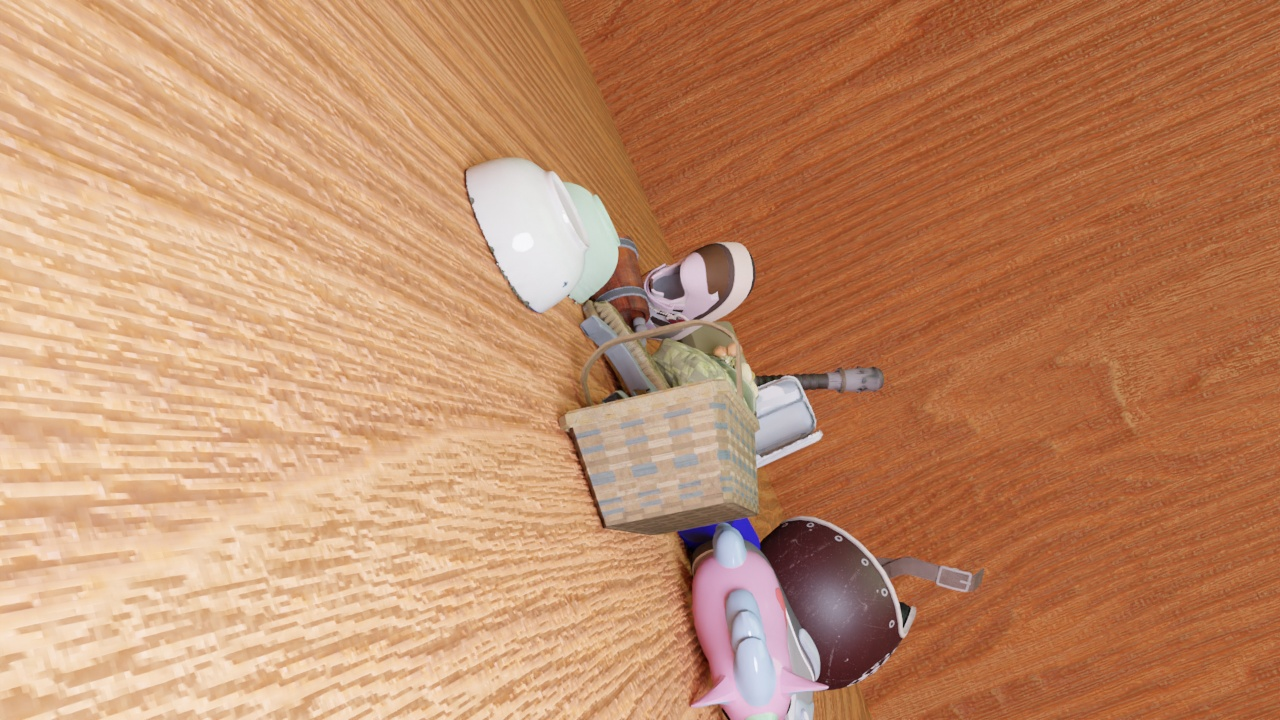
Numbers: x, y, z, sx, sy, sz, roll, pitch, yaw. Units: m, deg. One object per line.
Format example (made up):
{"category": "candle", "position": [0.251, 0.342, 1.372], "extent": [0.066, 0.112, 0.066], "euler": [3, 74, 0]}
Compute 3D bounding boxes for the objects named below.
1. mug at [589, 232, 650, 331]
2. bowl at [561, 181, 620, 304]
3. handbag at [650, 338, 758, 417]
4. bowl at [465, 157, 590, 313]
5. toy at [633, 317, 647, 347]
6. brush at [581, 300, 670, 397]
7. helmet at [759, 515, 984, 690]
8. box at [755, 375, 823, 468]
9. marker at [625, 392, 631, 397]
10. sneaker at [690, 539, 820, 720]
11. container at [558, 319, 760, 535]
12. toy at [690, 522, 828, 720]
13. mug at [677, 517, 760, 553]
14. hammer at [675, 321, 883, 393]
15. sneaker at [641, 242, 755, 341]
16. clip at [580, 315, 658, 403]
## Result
{"category": "mug", "position": [-0.028, -0.092, 1.209], "extent": [0.117, 0.081, 0.111], "euler": [51, 21, -63]}
{"category": "bowl", "position": [-0.073, -0.150, 1.090], "extent": [0.151, 0.077, 0.150], "euler": [63, 8, -16]}
{"category": "handbag", "position": [0.095, 0.026, 1.225], "extent": [0.113, 0.116, 0.186], "euler": [30, -13, 38]}
{"category": "bowl", "position": [-0.098, -0.128, 0.871], "extent": [0.153, 0.073, 0.153], "euler": [62, 8, -17]}
{"category": "toy", "position": [-0.005, -0.003, 1.185], "extent": [0.049, 0.030, 0.112], "euler": [-104, -164, -52]}
{"category": "brush", "position": [-0.007, 0.006, 1.121], "extent": [0.195, 0.043, 0.059], "euler": [56, 7, -2]}
{"category": "helmet", "position": [0.257, 0.317, 1.221], "extent": [0.233, 0.234, 0.252], "euler": [42, 29, 28]}
{"category": "box", "position": [0.145, 0.102, 1.300], "extent": [0.105, 0.211, 0.129], "euler": [64, 7, 2]}
{"category": "marker", "position": [-0.019, 0.045, 1.091], "extent": [0.142, 0.013, 0.013], "euler": [-17, 83, -82]}
{"category": "sneaker", "position": [0.129, 0.329, 1.017], "extent": [0.257, 0.093, 0.160], "euler": [61, 18, -26]}
{"category": "container", "position": [0.028, 0.059, 0.868], "extent": [0.250, 0.158, 0.186], "euler": [41, 37, -71]}
{"category": "toy", "position": [0.098, 0.255, 0.887], "extent": [0.171, 0.120, 0.222], "euler": [81, 1, -68]}
{"category": "mug", "position": [0.099, 0.198, 1.120], "extent": [0.083, 0.079, 0.111], "euler": [59, 39, -39]}
{"category": "hammer", "position": [0.216, 0.035, 1.412], "extent": [0.100, 0.324, 0.191], "euler": [-104, -164, -50]}
{"category": "sneaker", "position": [0.029, -0.089, 1.283], "extent": [0.295, 0.116, 0.111], "euler": [-13, -100, 59]}
{"category": "clip", "position": [-0.023, 0.007, 1.047], "extent": [0.164, 0.031, 0.168], "euler": [62, 15, 21]}
